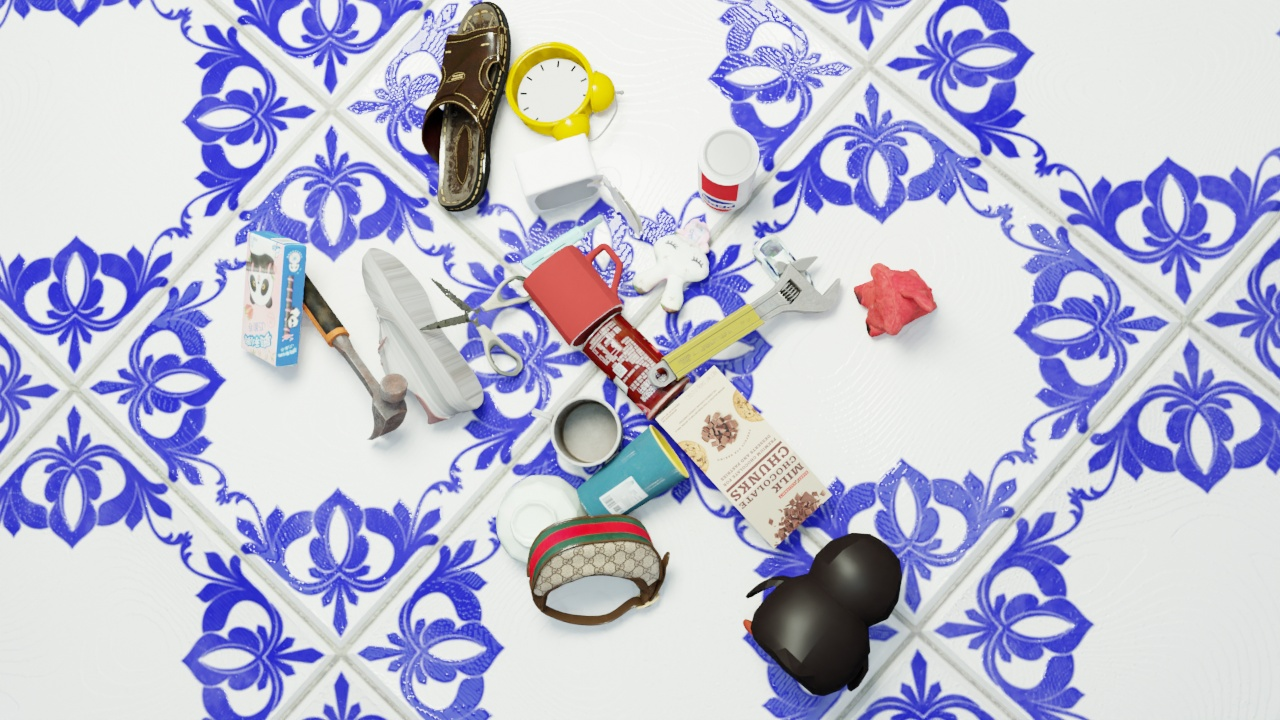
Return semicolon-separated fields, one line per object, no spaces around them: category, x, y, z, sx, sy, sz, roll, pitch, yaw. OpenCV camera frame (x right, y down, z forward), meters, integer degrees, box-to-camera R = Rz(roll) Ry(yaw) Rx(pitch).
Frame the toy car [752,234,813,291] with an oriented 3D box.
toy car;0.178;-0.117;1.143;0.038;0.027;0.090;-39;83;-3

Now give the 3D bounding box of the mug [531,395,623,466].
mug;-0.076;0.082;1.118;0.113;0.070;0.084;20;86;6

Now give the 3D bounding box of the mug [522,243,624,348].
mug;-0.070;-0.088;1.130;0.116;0.080;0.096;-39;83;3

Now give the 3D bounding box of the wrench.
wrench;0.125;-0.043;1.101;0.273;0.018;0.083;-33;94;-14

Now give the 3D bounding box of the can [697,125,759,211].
can;0.104;-0.228;1.106;0.070;0.132;0.070;0;84;4

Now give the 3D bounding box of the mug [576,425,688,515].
mug;-0.012;0.145;1.108;0.121;0.078;0.078;-37;83;4

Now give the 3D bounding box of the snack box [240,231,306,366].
snack box;-0.457;-0.077;1.141;0.088;0.033;0.154;20;107;37

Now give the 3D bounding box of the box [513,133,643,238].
box;-0.065;-0.200;1.134;0.151;0.107;0.132;-16;88;-2

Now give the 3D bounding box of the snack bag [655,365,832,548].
snack bag;0.124;0.116;1.101;0.094;0.070;0.206;-42;83;-1

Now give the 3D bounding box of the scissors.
scissors;-0.190;-0.054;1.132;0.157;0.013;0.171;-47;118;-28

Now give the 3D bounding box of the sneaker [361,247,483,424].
sneaker;-0.293;-0.022;1.133;0.089;0.099;0.236;-32;89;14

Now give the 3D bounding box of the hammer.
hammer;-0.391;-0.035;1.153;0.034;0.138;0.314;-26;66;-35

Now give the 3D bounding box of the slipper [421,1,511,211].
slipper;-0.225;-0.322;1.154;0.113;0.075;0.268;8;89;33

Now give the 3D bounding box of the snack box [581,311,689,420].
snack box;-0.007;0.007;1.122;0.121;0.072;0.072;44;88;8

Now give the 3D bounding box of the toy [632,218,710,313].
toy;0.046;-0.122;1.148;0.079;0.038;0.122;31;84;14

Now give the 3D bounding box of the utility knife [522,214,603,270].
utility knife;-0.094;-0.147;1.135;0.141;0.015;0.022;-27;121;37

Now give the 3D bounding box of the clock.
clock;-0.101;-0.339;1.176;0.152;0.052;0.113;34;87;11

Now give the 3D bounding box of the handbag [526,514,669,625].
handbag;-0.049;0.253;1.086;0.166;0.063;0.139;-2;120;-15

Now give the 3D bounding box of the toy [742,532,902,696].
toy;0.221;0.279;1.041;0.159;0.140;0.184;41;88;7

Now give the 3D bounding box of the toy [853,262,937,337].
toy;0.319;-0.080;1.083;0.094;0.133;0.088;-15;93;-7

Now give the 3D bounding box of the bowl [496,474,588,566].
bowl;-0.124;0.197;1.115;0.117;0.061;0.117;-1;83;5
